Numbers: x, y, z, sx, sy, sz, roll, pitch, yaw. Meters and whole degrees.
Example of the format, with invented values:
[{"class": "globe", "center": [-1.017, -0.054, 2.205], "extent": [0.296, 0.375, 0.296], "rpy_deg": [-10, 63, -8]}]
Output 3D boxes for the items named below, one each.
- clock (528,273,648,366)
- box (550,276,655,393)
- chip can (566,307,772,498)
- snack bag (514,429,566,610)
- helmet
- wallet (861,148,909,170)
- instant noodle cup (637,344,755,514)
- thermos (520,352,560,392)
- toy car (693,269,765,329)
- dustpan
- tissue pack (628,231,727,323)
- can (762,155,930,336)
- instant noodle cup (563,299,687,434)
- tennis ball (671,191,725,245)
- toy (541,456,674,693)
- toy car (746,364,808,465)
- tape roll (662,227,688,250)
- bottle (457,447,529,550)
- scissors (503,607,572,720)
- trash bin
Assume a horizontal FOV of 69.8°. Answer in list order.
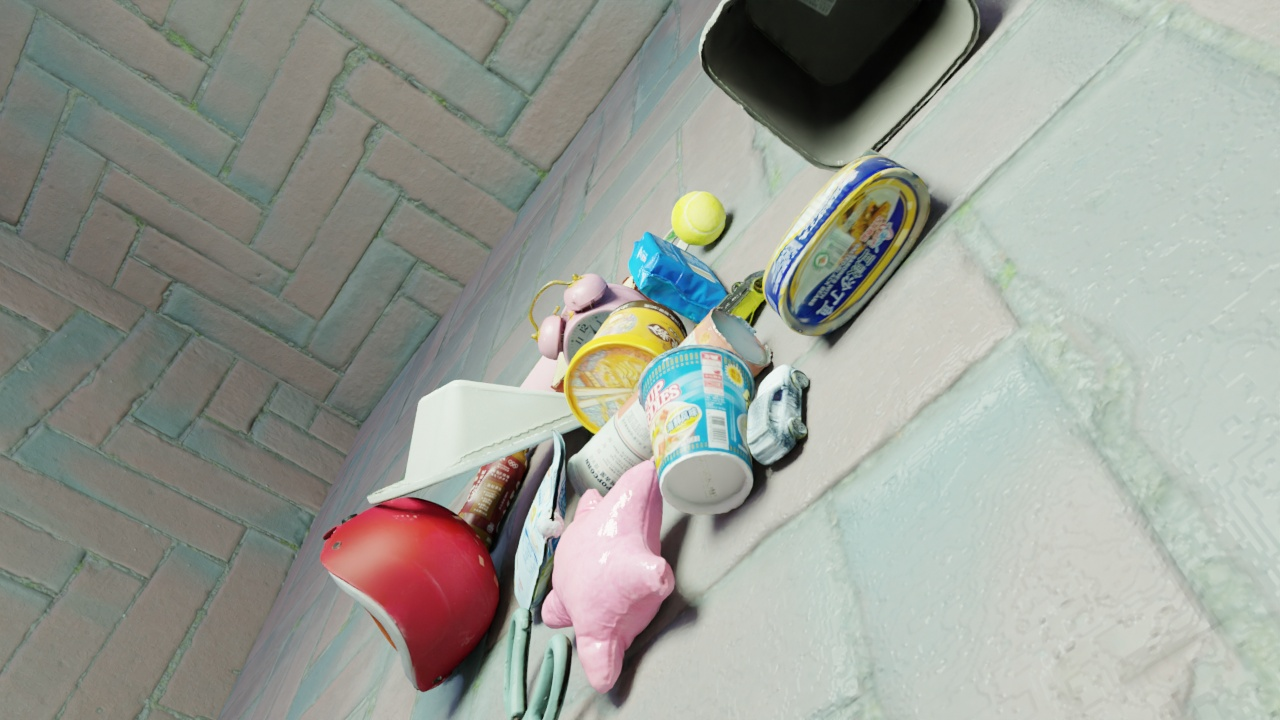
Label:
[{"class": "clock", "center": [-0.050, -0.033, 1.027], "extent": [0.117, 0.158, 0.059], "rpy_deg": [-51, 15, 20]}, {"class": "box", "center": [-0.042, -0.026, 1.128], "extent": [0.169, 0.077, 0.091], "rpy_deg": [-45, 21, 31]}, {"class": "chip can", "center": [0.022, 0.048, 0.833], "extent": [0.215, 0.071, 0.071], "rpy_deg": [-48, 19, 27]}, {"class": "snack bag", "center": [-0.093, 0.161, 0.877], "extent": [0.191, 0.039, 0.110], "rpy_deg": [109, 173, -49]}, {"class": "helmet", "center": [-0.242, 0.239, 1.030], "extent": [0.143, 0.207, 0.240], "rpy_deg": [-37, 6, -14]}, {"class": "wallet", "center": [0.179, -0.118, 0.776], "extent": [0.115, 0.033, 0.090], "rpy_deg": [-56, 18, 15]}, {"class": "instant noodle cup", "center": [0.049, 0.058, 0.724], "extent": [0.099, 0.099, 0.109], "rpy_deg": [-46, 28, 30]}, {"class": "thermos", "center": [-0.095, 0.009, 1.246], "extent": [0.199, 0.067, 0.087], "rpy_deg": [-52, 49, 11]}, {"class": "toy car", "center": [0.091, -0.045, 0.882], "extent": [0.105, 0.032, 0.048], "rpy_deg": [-49, 15, -14]}, {"class": "dustpan", "center": [-0.172, 0.108, 1.054], "extent": [0.223, 0.257, 0.142], "rpy_deg": [-20, 62, 63]}, {"class": "tissue pack", "center": [0.036, -0.090, 1.005], "extent": [0.052, 0.095, 0.157], "rpy_deg": [-58, 16, 14]}, {"class": "can", "center": [0.157, -0.088, 0.709], "extent": [0.148, 0.074, 0.049], "rpy_deg": [-52, 21, 14]}, {"class": "instant noodle cup", "center": [-0.005, 0.005, 0.925], "extent": [0.119, 0.118, 0.114], "rpy_deg": [-46, 12, 31]}, {"class": "tennis ball", "center": [0.070, -0.170, 1.101], "extent": [0.066, 0.065, 0.065], "rpy_deg": [-49, 19, 23]}, {"class": "toy", "center": [-0.020, 0.161, 0.737], "extent": [0.195, 0.074, 0.178], "rpy_deg": [12, 81, 68]}, {"class": "toy car", "center": [0.102, 0.039, 0.701], "extent": [0.043, 0.034, 0.090], "rpy_deg": [-46, 18, 40]}, {"class": "tape roll", "center": [0.041, -0.149, 1.228], "extent": [0.086, 0.014, 0.085], "rpy_deg": [-49, 19, 23]}, {"class": "bottle", "center": [-0.195, 0.171, 1.225], "extent": [0.058, 0.057, 0.174], "rpy_deg": [-32, 30, 54]}, {"class": "scissors", "center": [-0.094, 0.268, 0.769], "extent": [0.179, 0.019, 0.170], "rpy_deg": [-114, 40, -58]}, {"class": "trash bin", "center": [0.186, -0.335, 0.889], "extent": [0.200, 0.198, 0.219], "rpy_deg": [-46, 14, 30]}]
